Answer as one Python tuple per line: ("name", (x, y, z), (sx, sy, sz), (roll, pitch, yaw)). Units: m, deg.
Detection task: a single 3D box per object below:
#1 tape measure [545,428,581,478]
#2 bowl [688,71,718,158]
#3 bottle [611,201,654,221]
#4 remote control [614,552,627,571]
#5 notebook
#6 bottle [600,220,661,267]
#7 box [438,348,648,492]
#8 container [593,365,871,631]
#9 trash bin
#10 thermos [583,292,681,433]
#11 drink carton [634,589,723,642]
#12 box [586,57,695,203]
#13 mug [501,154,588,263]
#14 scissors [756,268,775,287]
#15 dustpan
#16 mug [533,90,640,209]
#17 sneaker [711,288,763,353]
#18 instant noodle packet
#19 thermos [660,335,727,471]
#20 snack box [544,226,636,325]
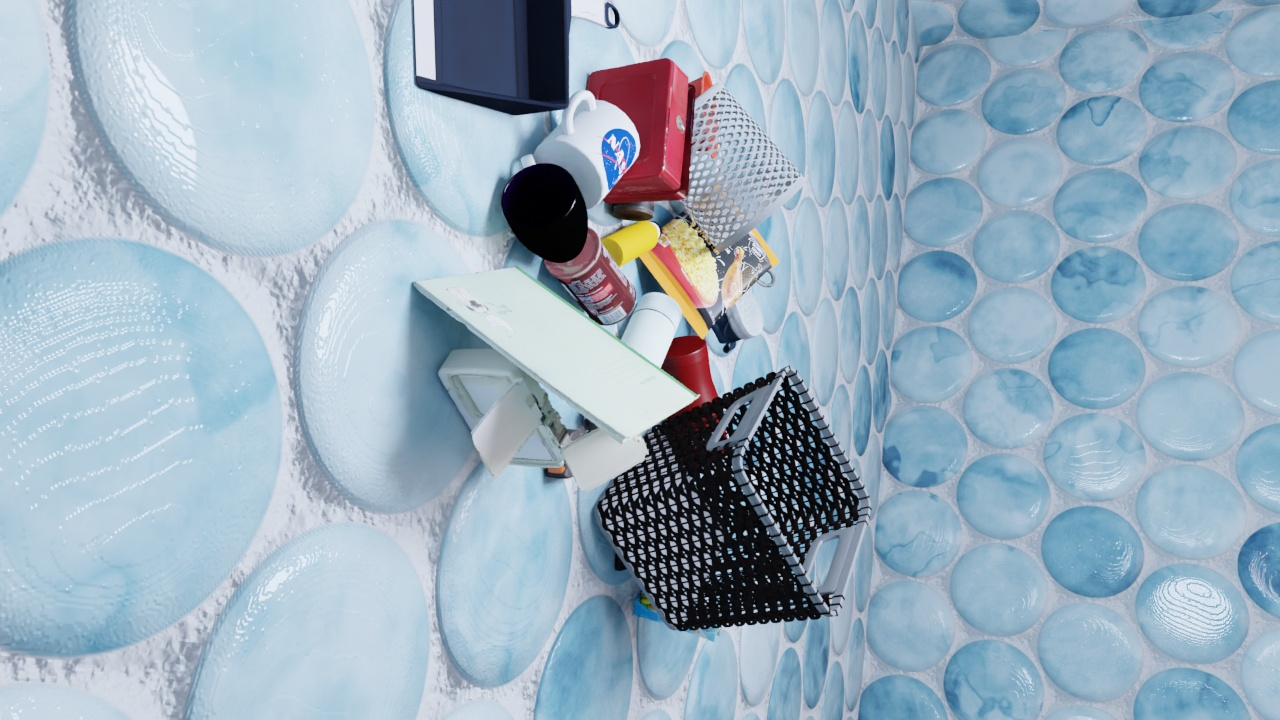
("tape measure", (-0.085, 0.111, 1.096), (0.058, 0.038, 0.059), (-8, 99, -64))
("bowl", (0.087, -0.374, 1.408), (0.130, 0.045, 0.130), (-2, 89, -76))
("bottle", (-0.007, -0.243, 1.218), (0.056, 0.056, 0.105), (16, 77, -64))
("remote control", (0.005, 0.271, 1.317), (0.150, 0.022, 0.047), (10, 82, -65))
("notebook", (-0.076, -0.016, 0.905), (0.010, 0.252, 0.181), (-60, 164, 22))
("bottle", (-0.011, -0.159, 1.229), (0.143, 0.043, 0.043), (-39, 126, -58))
("box", (-0.106, 0.076, 0.874), (0.104, 0.188, 0.143), (-65, 143, -39))
("container", (0.124, 0.195, 1.227), (0.245, 0.244, 0.246), (58, 36, -14))
("trash bin", (0.113, -0.273, 1.287), (0.183, 0.157, 0.156), (50, 36, -7))
("thermos", (-0.007, 0.007, 1.223), (0.068, 0.068, 0.229), (68, 33, -40))
("drink carton", (0.055, 0.358, 1.302), (0.044, 0.129, 0.039), (-50, 148, -53))
("box", (-0.004, -0.282, 1.145), (0.087, 0.129, 0.157), (13, 78, -60))
("mug", (-0.103, -0.167, 1.009), (0.100, 0.085, 0.118), (64, 4, -65))
("scissors", (0.157, -0.162, 1.437), (0.157, 0.013, 0.170), (35, 53, -26))
("dustpan", (-0.117, -0.381, 0.947), (0.272, 0.080, 0.236), (-12, 102, -64))
("mug", (-0.063, -0.245, 1.037), (0.089, 0.091, 0.121), (-56, 149, -36))
("sneaker", (0.109, -0.125, 1.447), (0.089, 0.088, 0.235), (-37, 102, -49))
("instant noodle packet", (0.103, -0.155, 1.357), (0.160, 0.032, 0.220), (52, 54, -8))
("thermos", (0.077, 0.063, 1.400), (0.108, 0.084, 0.199), (-114, -169, -66))
("snack box", (-0.058, -0.100, 1.103), (0.121, 0.072, 0.072), (50, 47, -56))
